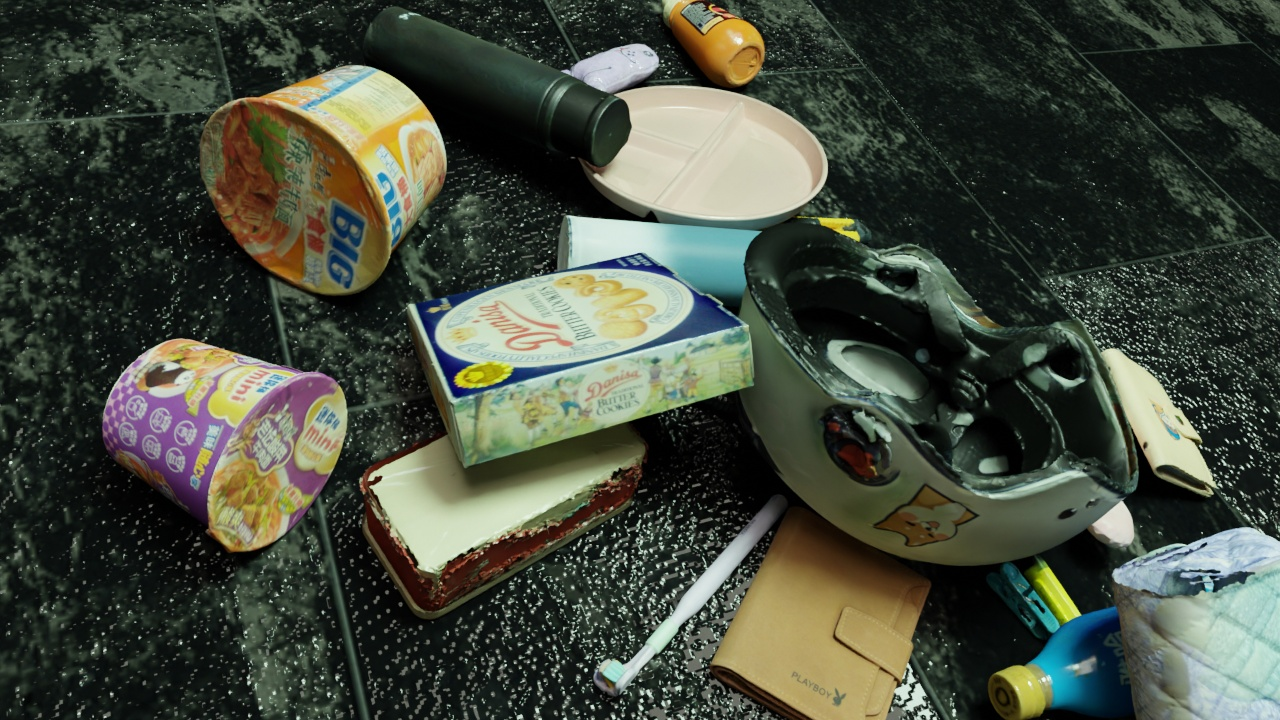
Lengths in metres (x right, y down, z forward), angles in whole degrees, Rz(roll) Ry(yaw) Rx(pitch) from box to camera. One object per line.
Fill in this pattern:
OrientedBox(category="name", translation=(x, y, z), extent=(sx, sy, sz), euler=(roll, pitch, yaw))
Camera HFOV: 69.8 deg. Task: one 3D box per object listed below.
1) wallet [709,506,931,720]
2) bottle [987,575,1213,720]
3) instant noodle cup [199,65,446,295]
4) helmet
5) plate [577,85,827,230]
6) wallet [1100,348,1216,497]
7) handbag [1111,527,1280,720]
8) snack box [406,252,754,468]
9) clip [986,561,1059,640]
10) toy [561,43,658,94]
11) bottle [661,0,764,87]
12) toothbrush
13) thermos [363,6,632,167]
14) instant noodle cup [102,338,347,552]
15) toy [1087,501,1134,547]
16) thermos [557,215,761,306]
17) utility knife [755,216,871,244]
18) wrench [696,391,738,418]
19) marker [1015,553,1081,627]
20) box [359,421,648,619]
OrientedBox(category="wallet", translation=(0.118, 0.167, 0.581), extent=(0.108, 0.031, 0.131), euler=(28, 52, 11))
OrientedBox(category="bottle", translation=(0.321, 0.189, 0.592), extent=(0.218, 0.065, 0.065), euler=(-9, 55, -21))
OrientedBox(category="instant noodle cup", translation=(-0.221, -0.139, 0.671), extent=(0.151, 0.152, 0.111), euler=(24, 42, 5))
OrientedBox(category="helmet", translation=(0.173, 0.037, 0.615), extent=(0.274, 0.157, 0.229), euler=(24, 35, 5))
OrientedBox(category="plate", translation=(0.053, -0.184, 0.828), extent=(0.229, 0.028, 0.229), euler=(4, 42, -4))
OrientedBox(category="wallet", translation=(0.421, 0.050, 0.742), extent=(0.087, 0.024, 0.115), euler=(24, 41, -29))
OrientedBox(category="handbag", translation=(0.347, 0.202, 0.527), extent=(0.134, 0.076, 0.194), euler=(-12, 92, -21))
OrientedBox(category="snack box", translation=(-0.047, -0.011, 0.594), extent=(0.182, 0.046, 0.178), euler=(-15, 25, -16))
OrientedBox(category="clip", translation=(0.262, 0.164, 0.626), extent=(0.014, 0.048, 0.057), euler=(-24, 67, -33))
OrientedBox(category="toy", translation=(-0.030, -0.285, 0.903), extent=(0.084, 0.039, 0.107), euler=(26, 48, 36))
OrientedBox(category="bottle", translation=(0.068, -0.347, 0.967), extent=(0.066, 0.067, 0.149), euler=(-18, 52, -27))
OrientedBox(category="toothbrush", translation=(0.040, 0.143, 0.588), extent=(0.188, 0.029, 0.021), euler=(-37, 109, -37))
OrientedBox(category="thermos", translation=(-0.122, -0.237, 0.804), extent=(0.242, 0.068, 0.089), euler=(27, 17, 18))
OrientedBox(category="instant noodle cup", translation=(-0.248, 0.042, 0.542), extent=(0.099, 0.112, 0.111), euler=(23, 49, 13))
OrientedBox(category="toy", translation=(0.321, 0.068, 0.695), extent=(0.121, 0.054, 0.159), euler=(22, 45, -2))
OrientedBox(category="thermos", translation=(0.045, -0.075, 0.735), extent=(0.220, 0.070, 0.070), euler=(3, 51, -12))
OrientedBox(category="utility knife", translation=(0.124, -0.119, 0.822), extent=(0.180, 0.015, 0.033), euler=(0, 49, -14))
OrientedBox(category="wrench", translation=(-0.004, 0.004, 0.690), extent=(0.273, 0.016, 0.056), euler=(16, 53, -1))
OrientedBox(category="marker", translation=(0.272, 0.136, 0.653), extent=(0.015, 0.018, 0.124), euler=(-7, 53, -26))
OrientedBox(category="box", translation=(-0.081, 0.076, 0.572), extent=(0.168, 0.076, 0.091), euler=(-26, 61, -30))
